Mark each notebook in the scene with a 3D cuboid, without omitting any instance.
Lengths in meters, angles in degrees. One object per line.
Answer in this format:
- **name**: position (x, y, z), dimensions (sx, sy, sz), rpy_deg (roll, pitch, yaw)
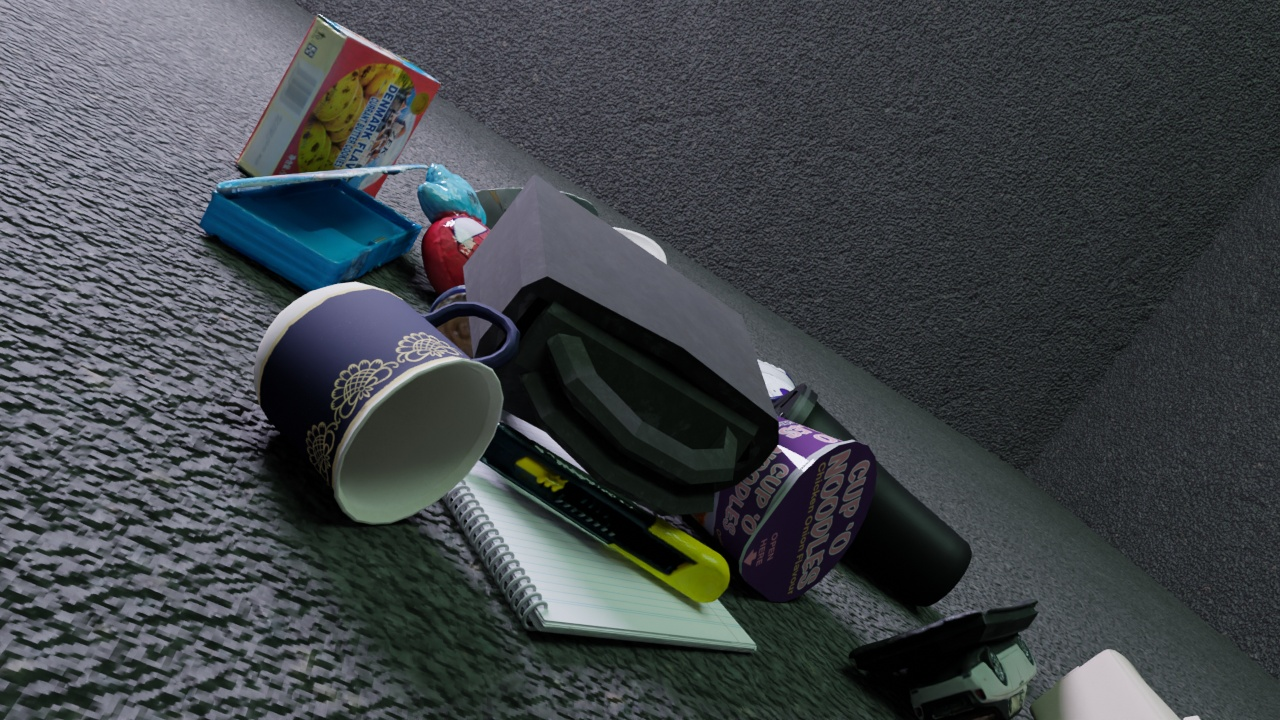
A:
- **notebook**: position (-0.056, 0.075, 0.535), dimensions (0.177, 0.013, 0.245), rpy_deg (25, 14, -47)

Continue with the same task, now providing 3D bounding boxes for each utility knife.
- **utility knife**: position (-0.031, 0.076, 0.496), dimensions (0.187, 0.029, 0.020), rpy_deg (33, 10, -10)

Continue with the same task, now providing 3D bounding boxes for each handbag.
- **handbag**: position (-0.010, 0.016, 0.553), dimensions (0.197, 0.102, 0.199), rpy_deg (32, 23, -25)
- **handbag**: position (0.354, 0.306, 0.569), dimensions (0.198, 0.101, 0.194), rpy_deg (47, 12, 4)

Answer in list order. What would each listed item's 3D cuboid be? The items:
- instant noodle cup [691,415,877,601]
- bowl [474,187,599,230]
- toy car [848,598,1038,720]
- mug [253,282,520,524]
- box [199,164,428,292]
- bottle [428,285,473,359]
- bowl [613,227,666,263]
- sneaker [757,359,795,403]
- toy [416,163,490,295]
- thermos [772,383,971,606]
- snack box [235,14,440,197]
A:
- **instant noodle cup**: position (0.074, 0.086, 0.645), dimensions (0.136, 0.122, 0.122), rpy_deg (-16, 34, -39)
- **bowl**: position (-0.131, -0.131, 1.012), dimensions (0.174, 0.068, 0.174), rpy_deg (0, -10, 0)
- **toy car**: position (0.223, 0.211, 0.624), dimensions (0.191, 0.094, 0.071), rpy_deg (19, 49, -57)
- **mug**: position (-0.115, 0.004, 0.419), dimensions (0.089, 0.111, 0.086), rpy_deg (38, -24, 27)
- **box**: position (-0.224, -0.122, 0.689), dimensions (0.091, 0.085, 0.243), rpy_deg (31, 11, -8)
- **bottle**: position (-0.116, -0.029, 0.675), dimensions (0.056, 0.056, 0.160), rpy_deg (33, 4, -4)
- **bowl**: position (-0.061, -0.060, 0.852), dimensions (0.177, 0.058, 0.176), rpy_deg (-5, 35, 3)
- **sneaker**: position (0.087, 0.032, 0.956), dimensions (0.244, 0.092, 0.111), rpy_deg (27, 22, -31)
- **toy**: position (-0.152, -0.103, 0.778), dimensions (0.092, 0.062, 0.132), rpy_deg (48, 30, -75)
- **thermos**: position (0.186, 0.122, 0.819), dimensions (0.218, 0.106, 0.105), rpy_deg (40, 12, 1)
- **snack box**: position (-0.259, -0.209, 0.802), dimensions (0.040, 0.143, 0.144), rpy_deg (37, 12, 14)
